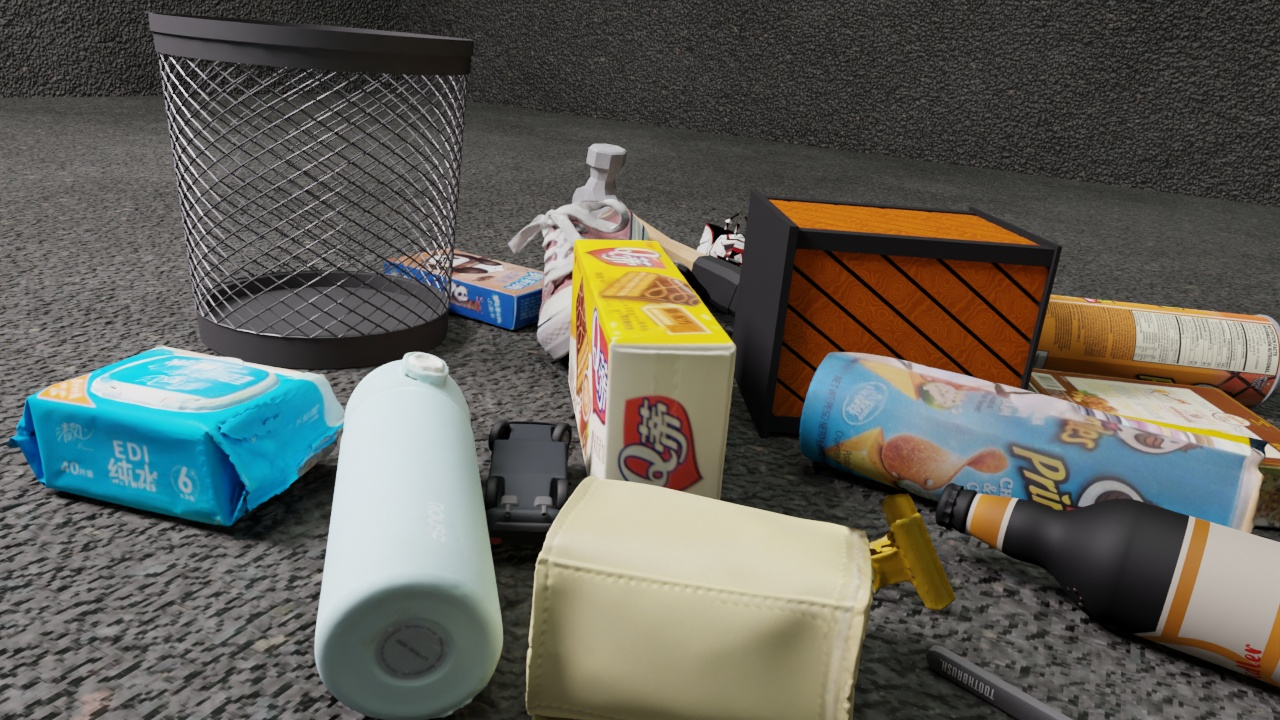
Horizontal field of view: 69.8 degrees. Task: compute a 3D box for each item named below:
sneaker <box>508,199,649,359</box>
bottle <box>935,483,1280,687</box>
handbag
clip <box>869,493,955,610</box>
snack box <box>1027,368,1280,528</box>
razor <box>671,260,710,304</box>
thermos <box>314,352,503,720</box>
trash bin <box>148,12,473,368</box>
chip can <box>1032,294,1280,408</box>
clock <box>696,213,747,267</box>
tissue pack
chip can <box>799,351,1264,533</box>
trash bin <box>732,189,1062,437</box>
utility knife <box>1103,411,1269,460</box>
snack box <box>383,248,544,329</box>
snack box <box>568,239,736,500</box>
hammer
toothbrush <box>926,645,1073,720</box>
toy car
[{"bbox_3d":[-0.049,-0.088,0.757,0.118,0.088,0.240,-33,20,20],"label":"sneaker"},{"bbox_3d":[0.228,0.095,0.421,0.182,0.059,0.059,17,22,30],"label":"bottle"},{"bbox_3d":[0.027,0.094,0.353,0.119,0.081,0.111,7,12,9],"label":"handbag"},{"bbox_3d":[0.118,0.092,0.433,0.049,0.054,0.044,-9,25,46],"label":"clip"},{"bbox_3d":[0.334,0.053,0.597,0.147,0.041,0.143,6,19,3],"label":"snack box"},{"bbox_3d":[0.006,-0.030,0.740,0.057,0.060,0.155,23,43,14],"label":"razor"},{"bbox_3d":[-0.103,0.062,0.409,0.065,0.078,0.206,12,19,-18],"label":"thermos"},{"bbox_3d":[-0.240,-0.133,0.696,0.218,0.228,0.217,5,19,-2],"label":"trash bin"},{"bbox_3d":[0.386,-0.011,0.740,0.215,0.075,0.075,6,19,4],"label":"chip can"},{"bbox_3d":[0.116,-0.099,0.892,0.114,0.065,0.154,19,11,-9],"label":"clock"},{"bbox_3d":[-0.231,0.034,0.475,0.144,0.062,0.092,10,19,13],"label":"tissue pack"},{"bbox_3d":[0.208,0.053,0.514,0.230,0.080,0.079,17,22,29],"label":"chip can"},{"bbox_3d":[0.166,-0.033,0.650,0.172,0.140,0.139,4,19,-4],"label":"trash bin"},{"bbox_3d":[0.266,0.035,0.542,0.179,0.017,0.030,13,19,24],"label":"utility knife"},{"bbox_3d":[-0.147,-0.067,0.828,0.151,0.034,0.087,16,22,27],"label":"snack box"},{"bbox_3d":[-0.003,0.003,0.547,0.061,0.110,0.230,1,20,-9],"label":"snack box"},{"bbox_3d":[0.045,-0.088,0.846,0.039,0.131,0.328,-12,35,-40],"label":"hammer"},{"bbox_3d":[0.179,0.147,0.330,0.013,0.013,0.167,-22,32,-38],"label":"toothbrush"},{"bbox_3d":[-0.058,0.063,0.478,0.046,0.034,0.112,3,20,-6],"label":"toy car"}]
